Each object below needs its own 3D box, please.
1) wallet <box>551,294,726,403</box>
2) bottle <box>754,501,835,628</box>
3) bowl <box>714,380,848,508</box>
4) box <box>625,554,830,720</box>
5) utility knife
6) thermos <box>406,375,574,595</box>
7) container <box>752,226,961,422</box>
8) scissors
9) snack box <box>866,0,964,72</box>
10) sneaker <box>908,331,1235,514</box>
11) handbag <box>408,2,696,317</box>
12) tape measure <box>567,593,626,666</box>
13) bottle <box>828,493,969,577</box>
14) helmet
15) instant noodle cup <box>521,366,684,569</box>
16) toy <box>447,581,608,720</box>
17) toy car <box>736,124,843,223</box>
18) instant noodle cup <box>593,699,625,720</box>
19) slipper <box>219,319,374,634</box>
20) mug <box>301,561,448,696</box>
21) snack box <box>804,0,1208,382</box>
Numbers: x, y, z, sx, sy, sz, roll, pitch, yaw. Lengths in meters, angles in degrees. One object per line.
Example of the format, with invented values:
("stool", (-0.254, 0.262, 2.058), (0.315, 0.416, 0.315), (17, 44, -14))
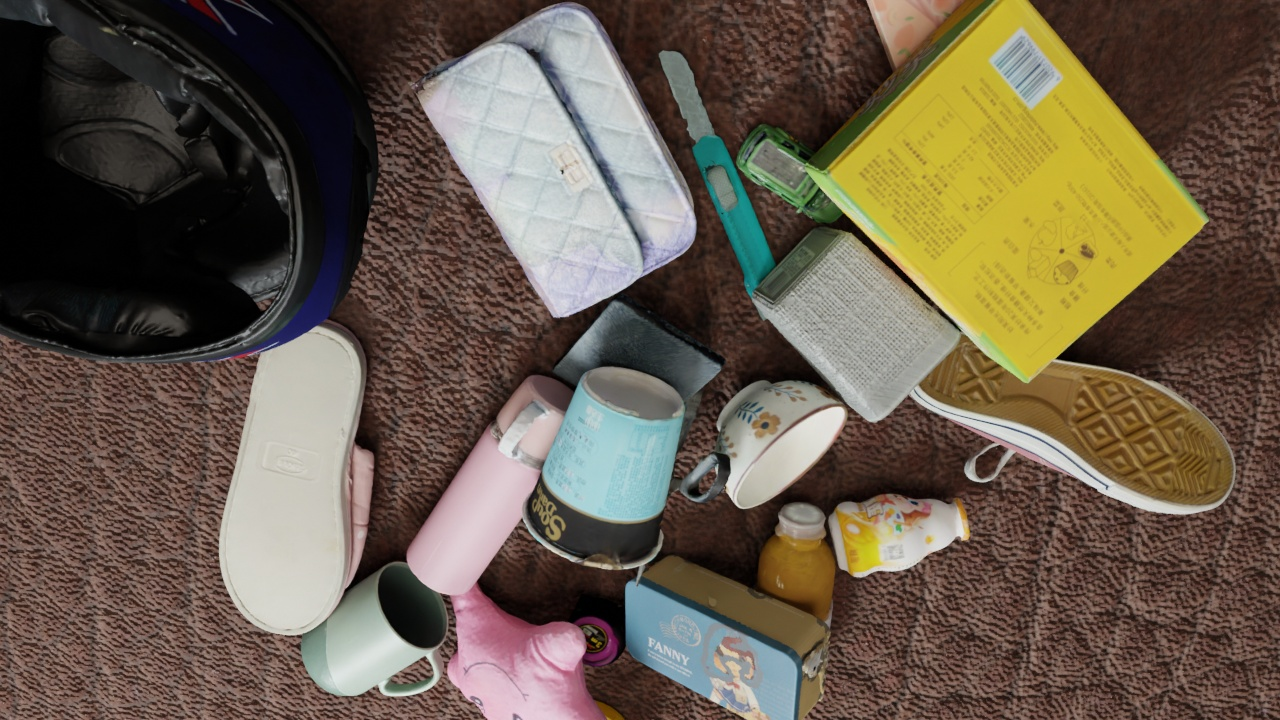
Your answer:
("wallet", (-0.004, 0.004, 0.704), (0.097, 0.019, 0.121), (31, 142, -12))
("bottle", (0.131, 0.212, 0.792), (0.068, 0.068, 0.190), (2, 113, 1))
("bowl", (0.100, 0.056, 0.719), (0.062, 0.113, 0.114), (48, 113, 29))
("box", (0.064, 0.231, 0.768), (0.184, 0.060, 0.090), (13, 116, 34))
("utility knife", (0.062, -0.126, 0.677), (0.029, 0.013, 0.217), (-24, 111, 6))
("thermos", (-0.121, 0.104, 0.743), (0.067, 0.087, 0.199), (39, 112, 7))
("container", (0.151, -0.032, 0.670), (0.114, 0.090, 0.090), (43, 95, -12))
("scissors", (0.025, 0.101, 0.731), (0.014, 0.159, 0.181), (12, 89, -23))
("snack box", (0.215, -0.212, 0.628), (0.084, 0.026, 0.157), (-24, 110, 11))
("sneaker", (0.318, 0.048, 0.705), (0.241, 0.088, 0.118), (21, 81, 13))
("handbag", (-0.053, -0.140, 0.641), (0.134, 0.075, 0.194), (-27, 109, 13))
("tape measure", (-0.038, 0.242, 0.826), (0.057, 0.039, 0.058), (17, 107, 5))
("bottle", (0.214, 0.141, 0.761), (0.108, 0.063, 0.063), (-12, 113, 7))
("helmet", (-0.282, -0.132, 0.555), (0.315, 0.239, 0.248), (17, 113, 7))
("instant noodle cup", (-0.020, 0.073, 0.678), (0.111, 0.111, 0.121), (16, 113, -5))
("toy", (-0.100, 0.288, 0.805), (0.195, 0.074, 0.179), (16, 115, 30))
("toy car", (0.114, -0.133, 0.662), (0.091, 0.036, 0.043), (28, 110, -14))
("instant noodle cup", (-0.065, 0.398, 0.854), (0.118, 0.114, 0.119), (0, 113, 1))
("slipper", (-0.280, 0.096, 0.760), (0.114, 0.054, 0.274), (9, 102, -6))
("mug", (-0.227, 0.249, 0.806), (0.106, 0.082, 0.112), (-35, 97, 18))
("snack box", (0.238, -0.112, 0.610), (0.210, 0.070, 0.158), (41, 102, -15))
